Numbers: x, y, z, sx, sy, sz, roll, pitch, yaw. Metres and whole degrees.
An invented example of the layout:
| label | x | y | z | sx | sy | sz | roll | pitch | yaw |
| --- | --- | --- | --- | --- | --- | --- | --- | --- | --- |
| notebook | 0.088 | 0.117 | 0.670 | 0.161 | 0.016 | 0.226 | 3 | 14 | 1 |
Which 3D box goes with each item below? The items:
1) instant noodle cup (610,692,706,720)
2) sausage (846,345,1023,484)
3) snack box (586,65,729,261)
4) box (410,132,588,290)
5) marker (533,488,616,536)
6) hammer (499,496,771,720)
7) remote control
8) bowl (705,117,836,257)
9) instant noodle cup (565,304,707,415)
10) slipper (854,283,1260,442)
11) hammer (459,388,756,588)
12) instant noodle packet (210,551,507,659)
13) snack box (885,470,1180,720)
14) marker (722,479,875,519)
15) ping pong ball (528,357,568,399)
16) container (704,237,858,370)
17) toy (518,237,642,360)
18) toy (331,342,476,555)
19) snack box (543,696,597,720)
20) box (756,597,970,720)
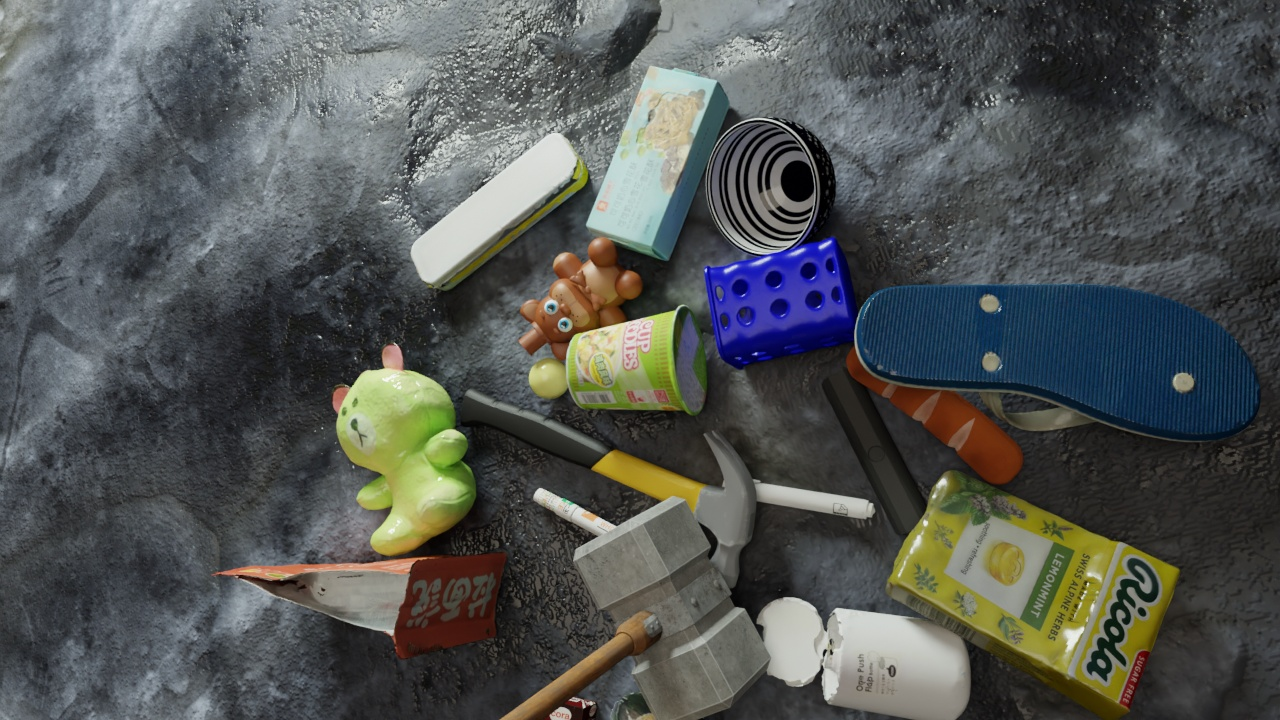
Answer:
| label | x | y | z | sx | sy | sz | roll | pitch | yaw |
| --- | --- | --- | --- | --- | --- | --- | --- | --- | --- |
| instant noodle cup | 0.010 | 0.362 | 0.748 | 0.137 | 0.137 | 0.112 | 36 | 104 | 23 |
| sausage | 0.241 | 0.039 | 0.755 | 0.164 | 0.044 | 0.039 | 41 | 134 | 22 |
| snack box | 0.018 | -0.188 | 0.880 | 0.075 | 0.053 | 0.174 | 21 | 88 | 24 |
| box | -0.149 | -0.152 | 0.948 | 0.210 | 0.037 | 0.064 | -36 | 68 | 13 |
| marker | -0.038 | 0.156 | 0.859 | 0.145 | 0.017 | 0.017 | 23 | 89 | 23 |
| hammer | -0.036 | 0.224 | 0.668 | 0.083 | 0.316 | 0.162 | -34 | 80 | 32 |
| remote control | 0.199 | 0.076 | 0.780 | 0.033 | 0.015 | 0.146 | -29 | 71 | 15 |
| bowl | 0.125 | -0.156 | 0.817 | 0.120 | 0.066 | 0.120 | 18 | 117 | 39 |
| instant noodle cup | -0.005 | 0.005 | 0.828 | 0.108 | 0.099 | 0.099 | -6 | 78 | 20 |
| slipper | 0.317 | -0.003 | 0.721 | 0.295 | 0.060 | 0.118 | 8 | 76 | 10 |
| hammer | -0.040 | 0.090 | 0.856 | 0.324 | 0.029 | 0.127 | 20 | 104 | 27 |
| instant noodle packet | -0.261 | 0.206 | 0.858 | 0.221 | 0.164 | 0.084 | 5 | 84 | 22 |
| snack box | 0.288 | 0.166 | 0.687 | 0.181 | 0.045 | 0.121 | 27 | 62 | 23 |
| marker | 0.135 | 0.118 | 0.796 | 0.134 | 0.017 | 0.020 | 6 | 108 | 22 |
| ping pong ball | -0.088 | 0.017 | 0.891 | 0.040 | 0.040 | 0.040 | -4 | 79 | 21 |
| container | 0.126 | -0.048 | 0.795 | 0.114 | 0.084 | 0.085 | -13 | 78 | 18 |
| toy | -0.063 | -0.054 | 0.872 | 0.127 | 0.065 | 0.095 | -39 | 86 | -1 |
| toy | -0.229 | 0.088 | 0.907 | 0.151 | 0.107 | 0.196 | -37 | 58 | 34 |
| snack box | -0.077 | 0.377 | 0.826 | 0.051 | 0.031 | 0.140 | 5 | 82 | 22 |
| box | 0.171 | 0.238 | 0.736 | 0.156 | 0.126 | 0.084 | 8 | 87 | 3 |
